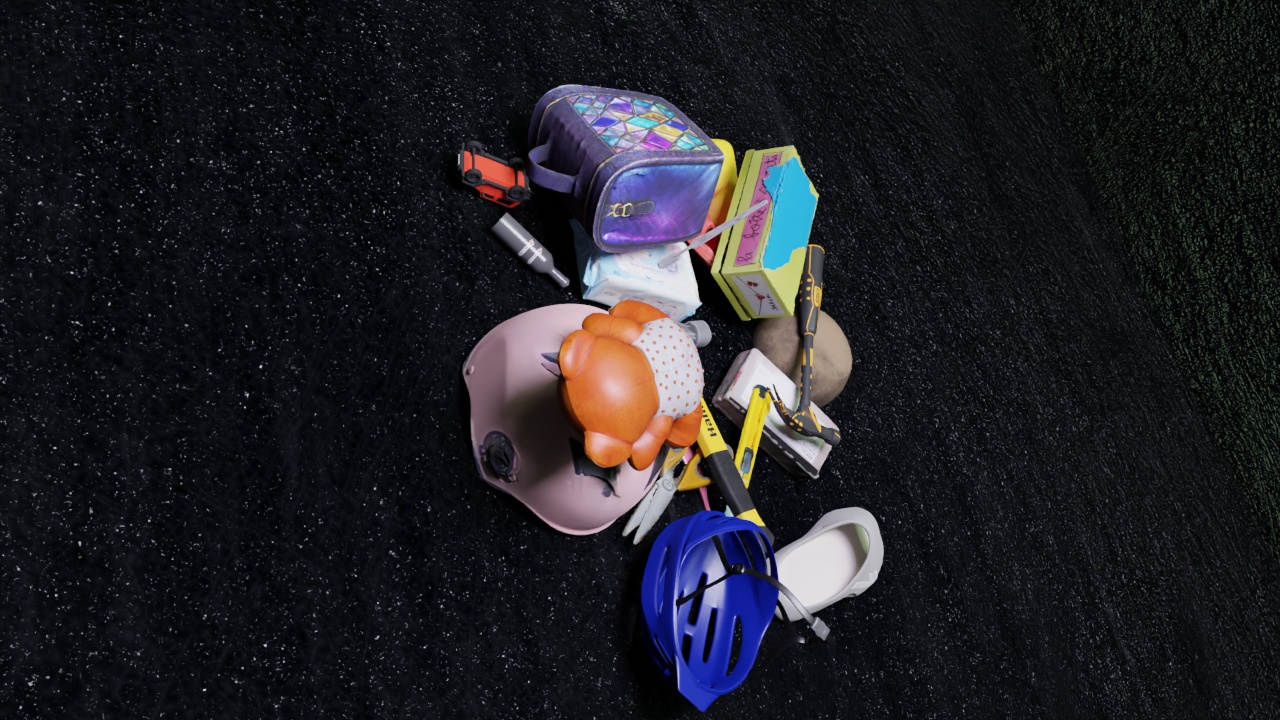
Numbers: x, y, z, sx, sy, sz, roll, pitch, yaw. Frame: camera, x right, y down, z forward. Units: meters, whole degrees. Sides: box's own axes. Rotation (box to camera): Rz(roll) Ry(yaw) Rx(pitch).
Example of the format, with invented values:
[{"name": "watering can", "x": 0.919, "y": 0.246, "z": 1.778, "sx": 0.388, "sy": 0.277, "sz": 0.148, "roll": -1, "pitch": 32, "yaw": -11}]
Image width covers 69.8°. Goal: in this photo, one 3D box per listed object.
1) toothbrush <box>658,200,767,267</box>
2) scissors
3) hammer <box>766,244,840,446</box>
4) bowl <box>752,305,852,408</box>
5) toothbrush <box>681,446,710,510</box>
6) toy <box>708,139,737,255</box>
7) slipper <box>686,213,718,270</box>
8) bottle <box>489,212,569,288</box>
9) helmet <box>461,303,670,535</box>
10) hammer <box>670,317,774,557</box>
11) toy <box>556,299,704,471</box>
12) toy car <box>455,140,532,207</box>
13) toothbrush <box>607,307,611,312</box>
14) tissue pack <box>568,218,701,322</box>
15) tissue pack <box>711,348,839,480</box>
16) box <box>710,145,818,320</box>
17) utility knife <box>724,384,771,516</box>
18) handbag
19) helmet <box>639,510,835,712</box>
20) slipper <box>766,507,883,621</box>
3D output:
[{"name": "toothbrush", "x": 0.087, "y": -0.151, "z": 1.106, "sx": 0.010, "sy": 0.182, "sz": 0.010, "roll": -10, "pitch": 78, "yaw": -46}, {"name": "scissors", "x": 0.030, "y": 0.132, "z": 1.091, "sx": 0.134, "sy": 0.016, "sz": 0.227, "roll": 51, "pitch": 43, "yaw": 3}, {"name": "hammer", "x": 0.232, "y": -0.037, "z": 1.280, "sx": 0.123, "sy": 0.036, "sz": 0.319, "roll": 28, "pitch": 52, "yaw": -26}, {"name": "bowl", "x": 0.246, "y": -0.011, "z": 1.354, "sx": 0.162, "sy": 0.070, "sz": 0.162, "roll": 22, "pitch": 52, "yaw": -32}, {"name": "toothbrush", "x": 0.071, "y": 0.148, "z": 1.138, "sx": 0.021, "sy": 0.016, "sz": 0.135, "roll": -15, "pitch": 76, "yaw": -44}, {"name": "toy", "x": 0.128, "y": -0.243, "z": 1.378, "sx": 0.134, "sy": 0.088, "sz": 0.193, "roll": -6, "pitch": 69, "yaw": -48}, {"name": "slipper", "x": 0.058, "y": -0.227, "z": 1.285, "sx": 0.248, "sy": 0.059, "sz": 0.103, "roll": 57, "pitch": 7, "yaw": 10}, {"name": "bottle", "x": -0.130, "y": -0.130, "z": 1.112, "sx": 0.113, "sy": 0.030, "sz": 0.030, "roll": 43, "pitch": 44, "yaw": -14}, {"name": "helmet", "x": -0.056, "y": 0.053, "z": 0.991, "sx": 0.229, "sy": 0.153, "sz": 0.255, "roll": -2, "pitch": 73, "yaw": -47}, {"name": "hammer", "x": 0.077, "y": 0.088, "z": 1.126, "sx": 0.169, "sy": 0.034, "sz": 0.324, "roll": -7, "pitch": 65, "yaw": -44}, {"name": "toy", "x": -0.014, "y": 0.025, "z": 0.878, "sx": 0.172, "sy": 0.093, "sz": 0.164, "roll": -21, "pitch": 92, "yaw": -49}, {"name": "toy car", "x": -0.180, "y": -0.221, "z": 1.109, "sx": 0.100, "sy": 0.049, "sz": 0.051, "roll": 16, "pitch": 57, "yaw": -35}, {"name": "toothbrush", "x": -0.024, "y": -0.053, "z": 1.082, "sx": 0.015, "sy": 0.184, "sz": 0.015, "roll": 43, "pitch": 87, "yaw": -8}, {"name": "tissue pack", "x": -0.007, "y": -0.121, "z": 1.190, "sx": 0.181, "sy": 0.070, "sz": 0.112, "roll": 15, "pitch": 54, "yaw": -35}, {"name": "tissue pack", "x": 0.185, "y": 0.074, "z": 1.261, "sx": 0.181, "sy": 0.071, "sz": 0.103, "roll": 39, "pitch": 61, "yaw": -14}, {"name": "box", "x": 0.178, "y": -0.179, "z": 1.282, "sx": 0.124, "sy": 0.082, "sz": 0.220, "roll": 46, "pitch": 50, "yaw": -48}, {"name": "utility knife", "x": 0.134, "y": 0.129, "z": 1.173, "sx": 0.030, "sy": 0.019, "sz": 0.218, "roll": 23, "pitch": 70, "yaw": -12}, {"name": "handbag", "x": -0.033, "y": -0.237, "z": 1.124, "sx": 0.221, "sy": 0.126, "sz": 0.204, "roll": -8, "pitch": 43, "yaw": -29}, {"name": "helmet", "x": 0.104, "y": 0.243, "z": 0.955, "sx": 0.148, "sy": 0.228, "sz": 0.240, "roll": 48, "pitch": 43, "yaw": -23}, {"name": "slipper", "x": 0.260, "y": 0.256, "z": 1.198, "sx": 0.265, "sy": 0.081, "sz": 0.113, "roll": -12, "pitch": 71, "yaw": -45}]
